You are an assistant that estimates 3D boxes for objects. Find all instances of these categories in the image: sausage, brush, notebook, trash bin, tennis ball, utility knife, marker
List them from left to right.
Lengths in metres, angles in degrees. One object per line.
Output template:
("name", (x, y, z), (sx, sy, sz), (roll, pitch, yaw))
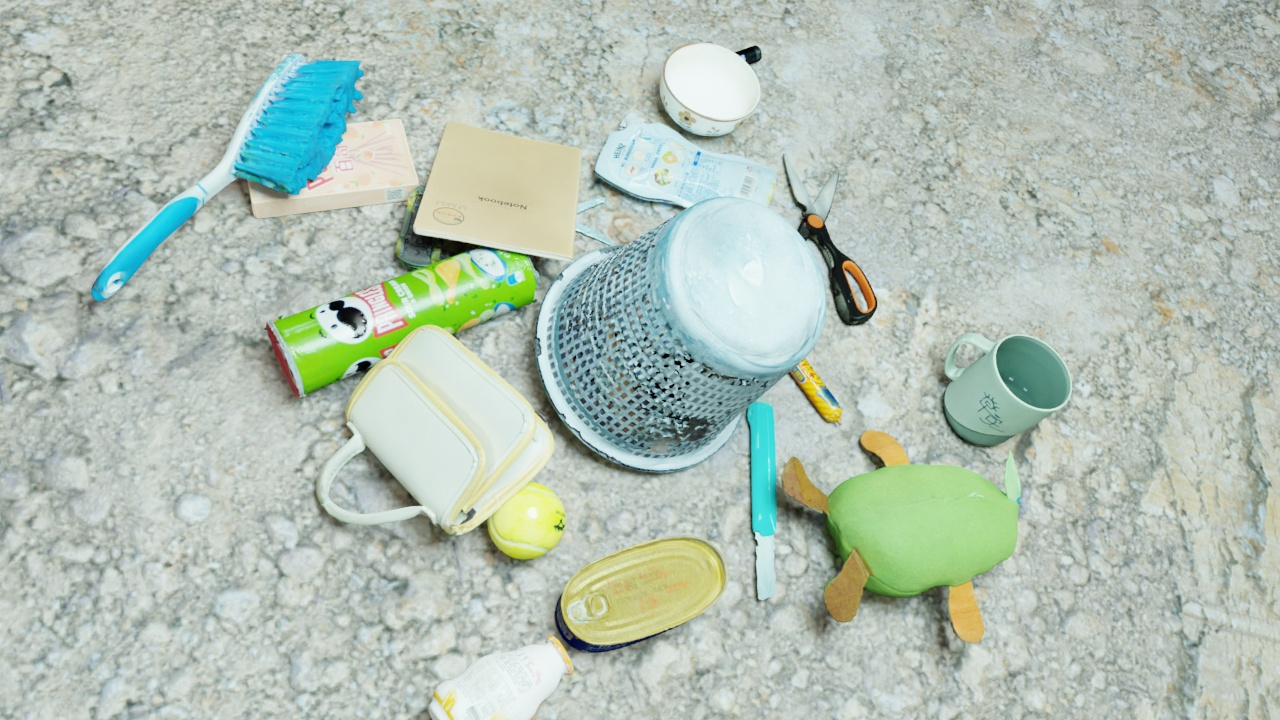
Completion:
("brush", (-0.363, -0.168, 0.832), (0.109, 0.061, 0.313), (17, 62, 1))
("notebook", (-0.133, -0.172, 0.908), (0.147, 0.008, 0.207), (10, 40, -9))
("tennis ball", (-0.096, 0.134, 0.771), (0.065, 0.066, 0.065), (6, 62, -12))
("trash bin", (0.046, -0.032, 0.793), (0.226, 0.196, 0.226), (9, 69, -24))
("marker", (0.089, -0.350, 1.095), (0.131, 0.020, 0.022), (-26, 44, -24))
("utility knife", (0.114, 0.122, 0.863), (0.029, 0.013, 0.209), (9, 59, -11))
("sausage", (0.155, -0.002, 0.933), (0.021, 0.021, 0.165), (-28, 74, -26))

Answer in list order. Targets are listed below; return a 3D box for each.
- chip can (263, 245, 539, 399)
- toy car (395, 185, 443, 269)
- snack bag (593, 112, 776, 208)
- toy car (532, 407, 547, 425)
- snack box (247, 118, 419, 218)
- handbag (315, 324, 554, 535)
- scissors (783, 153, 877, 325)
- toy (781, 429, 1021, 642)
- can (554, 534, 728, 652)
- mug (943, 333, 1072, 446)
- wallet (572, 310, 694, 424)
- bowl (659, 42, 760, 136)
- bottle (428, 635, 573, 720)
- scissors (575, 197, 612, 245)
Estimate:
("chip can", (-0.209, -0.044, 0.828), (0.235, 0.072, 0.072), (-25, 72, -25))
("toy car", (-0.209, -0.127, 0.890), (0.043, 0.036, 0.091), (12, 60, -10))
("snack bag", (0.051, -0.204, 0.999), (0.191, 0.039, 0.110), (20, 66, -2))
("toy car", (-0.142, 0.057, 0.816), (0.122, 0.037, 0.056), (16, 62, 7))
("snack box", (-0.305, -0.190, 0.903), (0.157, 0.026, 0.084), (-11, 67, -20))
("handbag", (-0.183, 0.072, 0.756), (0.178, 0.063, 0.163), (-45, 60, -11))
("scissors", (0.194, -0.128, 1.012), (0.222, 0.022, 0.220), (46, 56, 8))
("toy", (0.249, 0.153, 0.842), (0.246, 0.090, 0.226), (-3, 54, -20))
("can", (0.000, 0.197, 0.774), (0.148, 0.049, 0.074), (-15, 68, -21))
("mug", (0.353, 0.024, 0.923), (0.112, 0.107, 0.082), (45, 62, 9))
("wallet", (-0.005, 0.005, 0.889), (0.122, 0.020, 0.096), (13, 66, -10))
("bowl", (0.072, -0.297, 1.038), (0.113, 0.062, 0.113), (6, 63, -13))
("bottle", (-0.105, 0.256, 0.708), (0.108, 0.063, 0.063), (-28, 74, -25))
("scissors", (-0.092, -0.144, 0.944), (0.133, 0.017, 0.128), (26, 58, -5))
